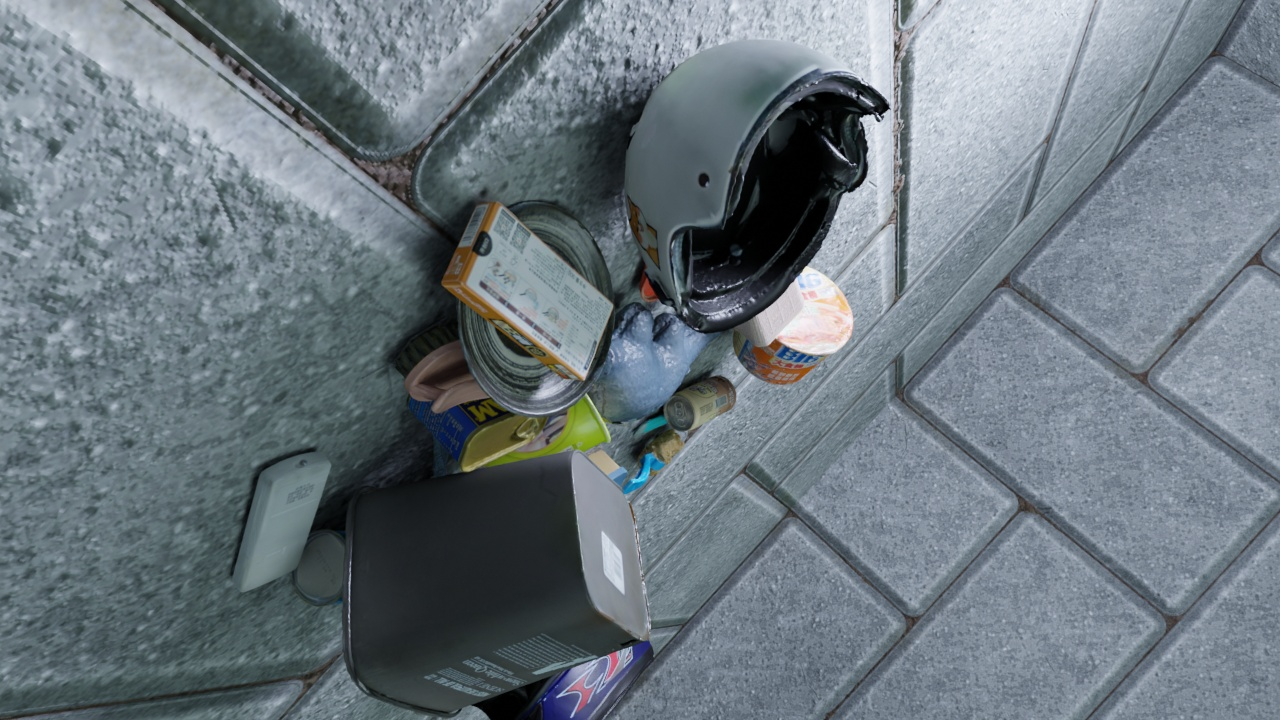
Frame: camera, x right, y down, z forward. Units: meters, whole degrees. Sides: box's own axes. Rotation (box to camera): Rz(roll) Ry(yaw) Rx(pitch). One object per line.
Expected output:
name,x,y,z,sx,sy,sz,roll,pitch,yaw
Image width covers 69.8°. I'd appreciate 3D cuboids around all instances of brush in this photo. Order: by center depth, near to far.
brush,-0.137,0.000,0.780,0.145,0.073,0.063,-25,152,-46
brush,0.012,0.152,1.312,0.083,0.046,0.254,-45,177,14

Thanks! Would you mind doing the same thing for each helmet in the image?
helmet,0.074,-0.161,0.786,0.229,0.157,0.274,-37,160,-15
helmet,-0.137,0.409,1.263,0.248,0.240,0.314,-54,169,21

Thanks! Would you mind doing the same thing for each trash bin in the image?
trash bin,-0.124,0.199,0.841,0.220,0.198,0.199,-17,147,14

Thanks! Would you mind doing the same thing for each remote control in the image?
remote control,-0.304,0.136,0.773,0.058,0.021,0.150,-21,147,-50

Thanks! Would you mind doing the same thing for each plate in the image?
plate,-0.087,-0.041,0.764,0.179,0.024,0.179,-2,93,-49

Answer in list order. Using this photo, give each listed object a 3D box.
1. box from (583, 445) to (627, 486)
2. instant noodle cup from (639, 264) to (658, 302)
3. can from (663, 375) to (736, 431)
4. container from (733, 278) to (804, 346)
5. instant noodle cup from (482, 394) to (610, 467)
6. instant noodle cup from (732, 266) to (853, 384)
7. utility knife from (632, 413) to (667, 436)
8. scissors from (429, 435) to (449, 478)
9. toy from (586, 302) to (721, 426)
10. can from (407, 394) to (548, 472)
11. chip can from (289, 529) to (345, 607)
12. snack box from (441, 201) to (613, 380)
box,-0.096,0.180,1.203,0.183,0.061,0.090,-25,151,-42
instant noodle cup,0.093,-0.135,0.979,0.188,0.079,0.165,-27,148,-34
can,0.089,0.063,1.352,0.116,0.058,0.059,-21,147,-49
container,0.144,-0.088,1.151,0.090,0.090,0.111,-46,157,-4
instant noodle cup,-0.111,0.070,0.927,0.123,0.111,0.112,-34,157,-11
instant noodle cup,0.203,-0.043,1.276,0.151,0.151,0.112,-33,164,-32
utility knife,0.047,0.082,1.369,0.181,0.013,0.029,-17,147,-51
scissors,-0.213,0.117,0.933,0.073,0.017,0.138,-25,147,-26
toy,-0.006,0.006,1.015,0.138,0.091,0.355,-55,163,17
can,-0.145,0.041,0.825,0.101,0.083,0.057,-24,150,-46
chip can,-0.256,0.206,0.924,0.071,0.071,0.210,-49,159,3
snack box,-0.084,-0.051,0.727,0.153,0.026,0.075,41,61,-43
